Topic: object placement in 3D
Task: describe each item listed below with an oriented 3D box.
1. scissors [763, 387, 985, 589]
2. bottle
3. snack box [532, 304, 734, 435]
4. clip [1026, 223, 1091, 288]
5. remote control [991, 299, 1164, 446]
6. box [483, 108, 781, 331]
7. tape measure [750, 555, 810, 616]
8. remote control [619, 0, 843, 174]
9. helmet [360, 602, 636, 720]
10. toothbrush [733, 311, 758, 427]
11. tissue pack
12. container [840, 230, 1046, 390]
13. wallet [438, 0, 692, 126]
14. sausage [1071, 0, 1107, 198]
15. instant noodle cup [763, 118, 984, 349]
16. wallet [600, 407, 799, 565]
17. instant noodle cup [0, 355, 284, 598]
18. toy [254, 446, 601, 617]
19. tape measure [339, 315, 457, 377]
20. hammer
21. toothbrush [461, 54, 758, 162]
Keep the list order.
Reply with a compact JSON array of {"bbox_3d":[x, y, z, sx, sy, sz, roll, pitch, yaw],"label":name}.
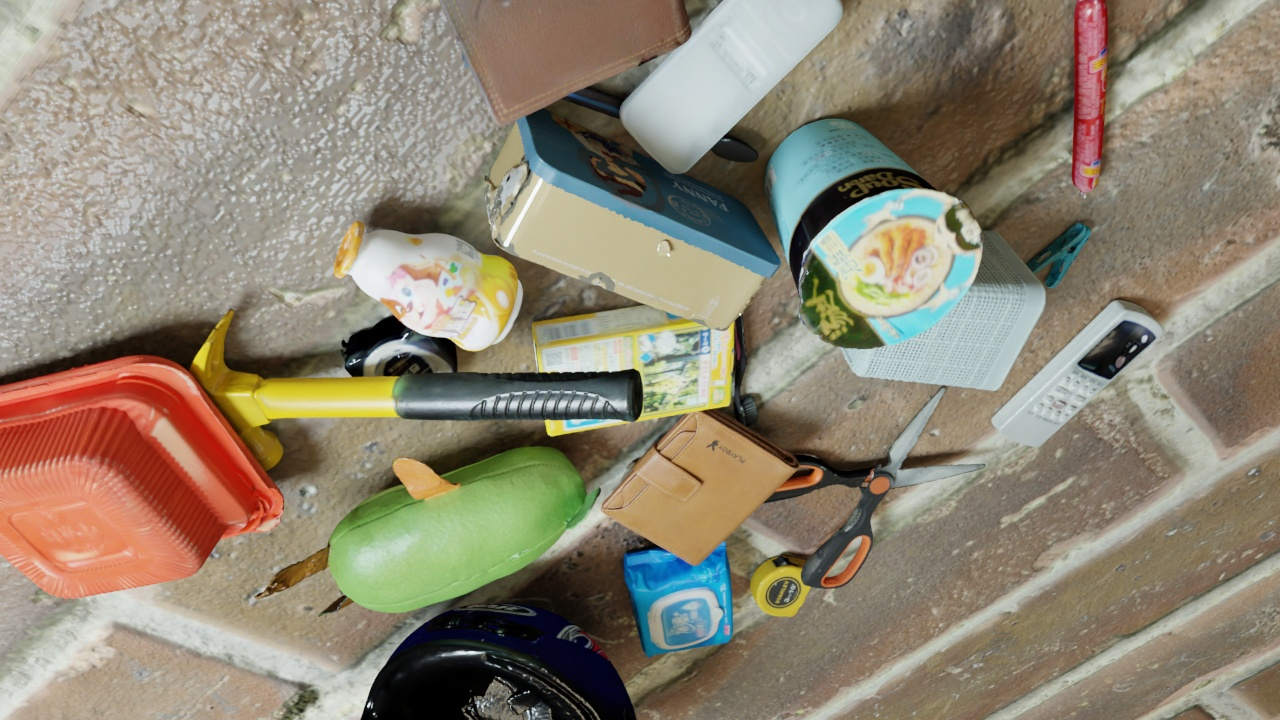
[{"bbox_3d":[0.187,0.114,0.804,0.220,0.021,0.235,9,118,-16],"label":"scissors"},{"bbox_3d":[-0.129,-0.048,0.561,0.108,0.063,0.063,22,121,-29],"label":"bottle"},{"bbox_3d":[-0.004,0.004,0.659,0.140,0.033,0.087,-8,131,-6],"label":"snack box"},{"bbox_3d":[0.312,-0.079,0.683,0.034,0.013,0.055,19,125,-28],"label":"clip"},{"bbox_3d":[0.366,0.014,0.771,0.058,0.021,0.150,19,123,-28],"label":"remote control"},{"bbox_3d":[0.000,-0.081,0.551,0.184,0.089,0.062,16,123,-28],"label":"box"},{"bbox_3d":[0.133,0.213,0.874,0.057,0.029,0.060,14,108,-21],"label":"tape measure"},{"bbox_3d":[0.051,-0.169,0.523,0.136,0.020,0.056,-43,118,13],"label":"remote control"},{"bbox_3d":[-0.122,0.319,0.753,0.247,0.239,0.316,-1,142,11],"label":"helmet"},{"bbox_3d":[0.075,-0.016,0.675,0.017,0.014,0.189,-19,132,-12],"label":"toothbrush"},{"bbox_3d":[0.038,0.222,0.842,0.095,0.052,0.157,-12,132,-4],"label":"tissue pack"},{"bbox_3d":[0.198,-0.038,0.639,0.111,0.089,0.090,2,128,-13],"label":"container"},{"bbox_3d":[-0.041,-0.193,0.478,0.124,0.032,0.101,-23,124,2],"label":"wallet"},{"bbox_3d":[0.292,-0.170,0.596,0.020,0.020,0.156,-21,132,3],"label":"sausage"},{"bbox_3d":[0.130,-0.086,0.558,0.111,0.120,0.111,-6,131,-7],"label":"instant noodle cup"},{"bbox_3d":[0.046,0.100,0.739,0.108,0.031,0.132,32,117,-18],"label":"wallet"},{"bbox_3d":[-0.348,0.086,0.595,0.189,0.079,0.165,-13,130,9],"label":"instant noodle cup"},{"bbox_3d":[-0.150,0.131,0.692,0.246,0.090,0.227,-20,152,-6],"label":"toy"},{"bbox_3d":[-0.157,0.001,0.617,0.066,0.033,0.066,-22,129,7],"label":"tape measure"},{"bbox_3d":[-0.148,0.022,0.576,0.301,0.032,0.129,-1,135,13],"label":"hammer"},{"bbox_3d":[-0.013,-0.149,0.541,0.189,0.016,0.014,13,127,-21],"label":"toothbrush"}]
